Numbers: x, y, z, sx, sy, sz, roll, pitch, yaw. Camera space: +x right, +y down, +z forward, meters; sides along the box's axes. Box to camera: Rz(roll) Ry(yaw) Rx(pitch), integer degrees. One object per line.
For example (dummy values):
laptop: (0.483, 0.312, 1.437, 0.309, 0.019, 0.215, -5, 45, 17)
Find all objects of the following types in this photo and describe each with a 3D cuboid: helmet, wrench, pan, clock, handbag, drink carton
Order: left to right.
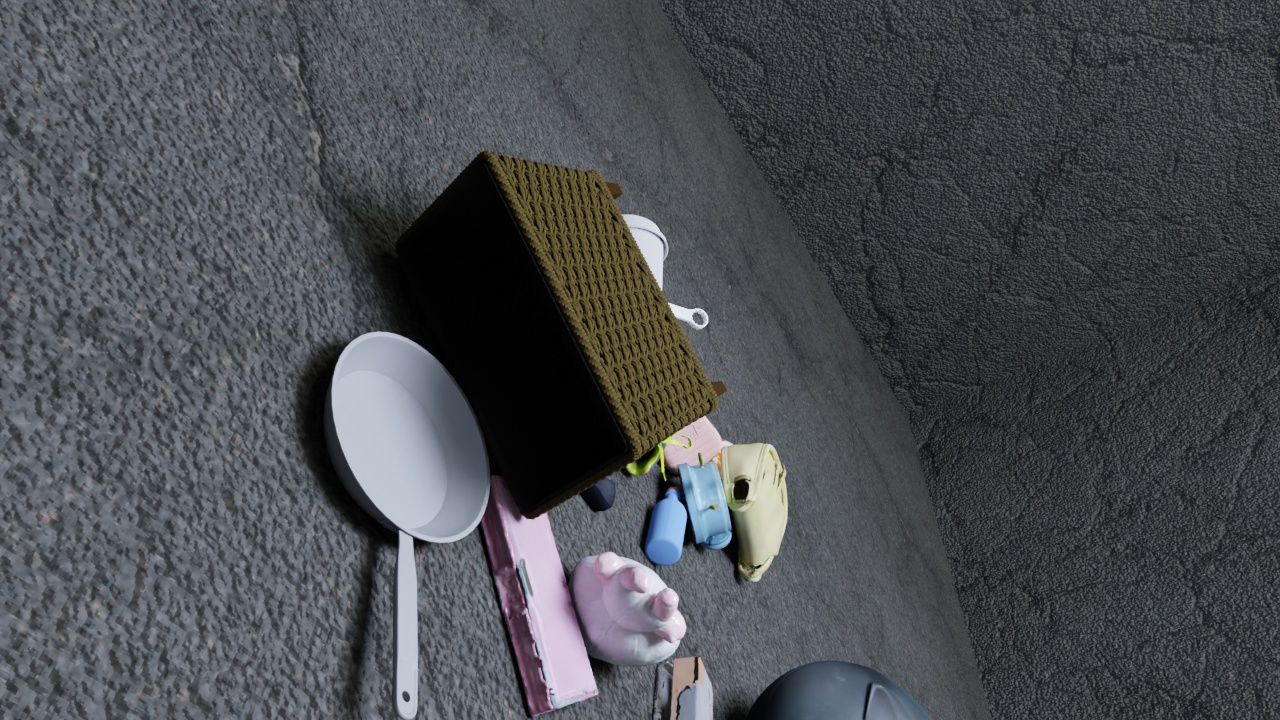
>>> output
pan: (-0.201, 0.129, 0.774, 0.200, 0.051, 0.355, 44, 29, -42)
wrench: (-0.026, -0.093, 1.287, 0.273, 0.009, 0.047, 17, 65, -20)
clock: (0.092, 0.210, 1.332, 0.162, 0.060, 0.118, 76, 2, -59)
drink carton: (0.122, 0.166, 1.521, 0.122, 0.039, 0.069, -2, 68, -61)
handbag: (0.180, 0.221, 1.426, 0.190, 0.089, 0.233, -81, 162, -46)
helmet: (0.236, 0.522, 1.112, 0.236, 0.250, 0.315, 25, 39, -16)

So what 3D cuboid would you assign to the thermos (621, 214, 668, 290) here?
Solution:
thermos: (-0.019, -0.094, 1.364, 0.131, 0.132, 0.221, 36, 43, -51)

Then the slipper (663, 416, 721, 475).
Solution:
slipper: (0.049, 0.093, 1.347, 0.081, 0.093, 0.197, 51, -4, 41)

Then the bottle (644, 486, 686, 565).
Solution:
bottle: (0.038, 0.216, 1.240, 0.048, 0.048, 0.131, 56, 23, -21)

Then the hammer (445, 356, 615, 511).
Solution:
hammer: (-0.121, 0.057, 1.068, 0.312, 0.035, 0.139, 54, 25, -27)

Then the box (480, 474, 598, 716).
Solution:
box: (-0.104, 0.227, 0.914, 0.098, 0.037, 0.232, 19, 49, -60)

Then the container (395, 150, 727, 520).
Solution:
container: (-0.069, -0.035, 0.955, 0.204, 0.177, 0.321, -16, 76, -51)

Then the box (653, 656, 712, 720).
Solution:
box: (0.051, 0.438, 1.025, 0.215, 0.063, 0.081, -81, 152, -54)

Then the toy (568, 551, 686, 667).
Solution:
toy: (-0.011, 0.253, 0.947, 0.139, 0.180, 0.101, 42, 58, 5)

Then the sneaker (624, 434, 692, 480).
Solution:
sneaker: (0.013, 0.056, 1.177, 0.090, 0.116, 0.242, -80, 177, -46)
